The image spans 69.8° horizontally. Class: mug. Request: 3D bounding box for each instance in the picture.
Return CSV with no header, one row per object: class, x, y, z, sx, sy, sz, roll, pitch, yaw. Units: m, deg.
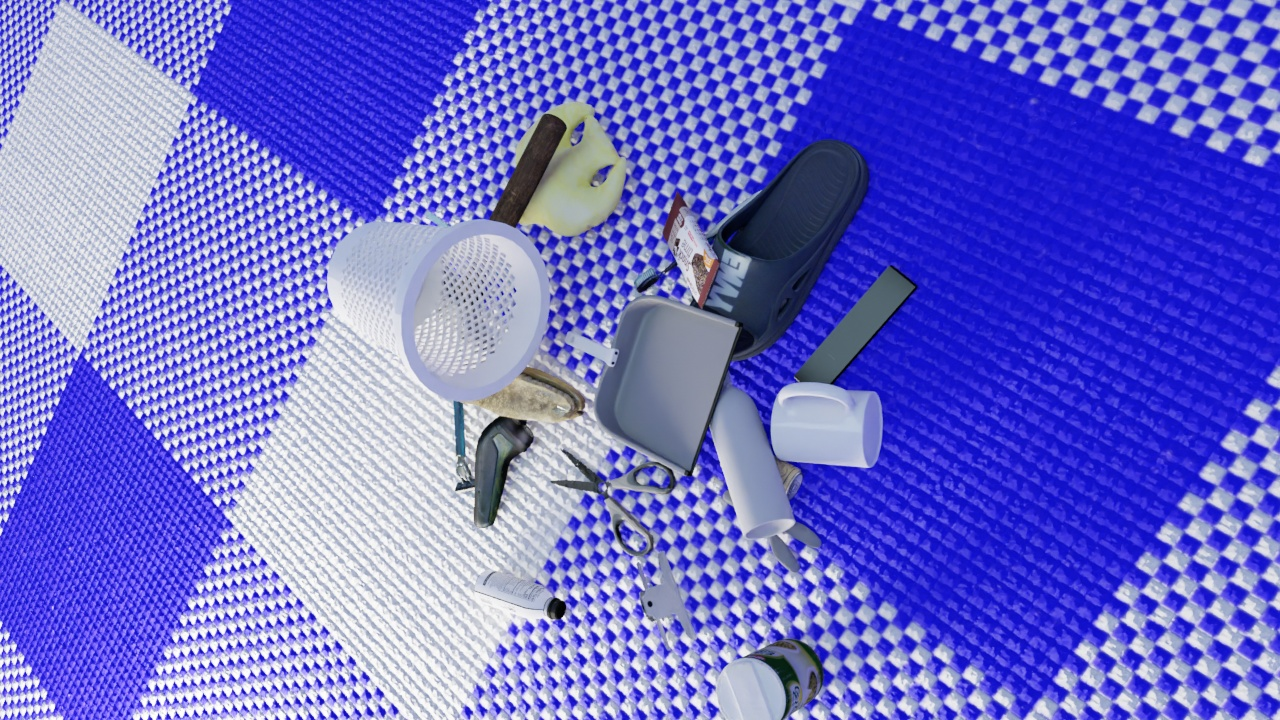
mug,0.177,0.055,0.890,0.091,0.110,0.073,2,57,29

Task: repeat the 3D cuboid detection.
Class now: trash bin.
trash bin,-0.241,-0.076,1.035,0.200,0.195,0.195,19,94,40

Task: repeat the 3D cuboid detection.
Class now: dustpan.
dustpan,-0.006,0.006,1.008,0.258,0.033,0.163,24,97,53

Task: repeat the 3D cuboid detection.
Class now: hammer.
hammer,-0.141,-0.133,1.078,0.217,0.037,0.301,45,121,19

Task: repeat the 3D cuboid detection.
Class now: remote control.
remote control,0.217,-0.028,0.930,0.034,0.013,0.150,45,106,21

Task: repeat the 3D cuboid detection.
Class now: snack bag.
snack bag,0.051,-0.121,0.983,0.157,0.013,0.057,-111,33,-49

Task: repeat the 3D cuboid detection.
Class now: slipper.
slipper,0.134,-0.114,0.949,0.111,0.083,0.268,40,102,25

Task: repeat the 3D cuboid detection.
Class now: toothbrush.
toothbrush,0.066,-0.134,1.026,0.189,0.016,0.017,-36,59,22

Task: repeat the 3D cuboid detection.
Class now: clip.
clip,0.022,0.261,0.995,0.057,0.052,0.102,-17,72,-14

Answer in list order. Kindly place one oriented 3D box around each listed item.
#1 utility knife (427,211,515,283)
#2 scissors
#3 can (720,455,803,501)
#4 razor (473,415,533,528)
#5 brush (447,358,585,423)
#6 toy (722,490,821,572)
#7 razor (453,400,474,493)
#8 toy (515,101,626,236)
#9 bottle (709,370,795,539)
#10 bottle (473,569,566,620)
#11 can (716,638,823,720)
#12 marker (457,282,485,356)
utility knife,-0.220,-0.152,1.187,0.179,0.015,0.022,38,102,26
scissors,-0.029,0.155,1.048,0.158,0.012,0.165,-25,73,23
can,0.126,0.113,0.952,0.079,0.038,0.038,27,98,29
razor,-0.171,0.133,1.114,0.067,0.054,0.151,13,97,11
brush,-0.155,0.035,1.071,0.195,0.043,0.059,13,107,24
toy,0.132,0.166,0.948,0.049,0.030,0.112,-49,58,0
razor,-0.227,0.095,1.162,0.042,0.022,0.143,-14,77,26
toy,-0.094,-0.224,1.097,0.155,0.064,0.170,-37,67,19
bottle,0.100,0.078,0.922,0.053,0.052,0.195,-29,60,24
bottle,-0.140,0.279,1.081,0.116,0.041,0.041,9,89,30
can,0.127,0.310,0.882,0.067,0.120,0.067,-4,83,29
marker,-0.225,-0.031,1.180,0.011,0.011,0.152,23,96,29
